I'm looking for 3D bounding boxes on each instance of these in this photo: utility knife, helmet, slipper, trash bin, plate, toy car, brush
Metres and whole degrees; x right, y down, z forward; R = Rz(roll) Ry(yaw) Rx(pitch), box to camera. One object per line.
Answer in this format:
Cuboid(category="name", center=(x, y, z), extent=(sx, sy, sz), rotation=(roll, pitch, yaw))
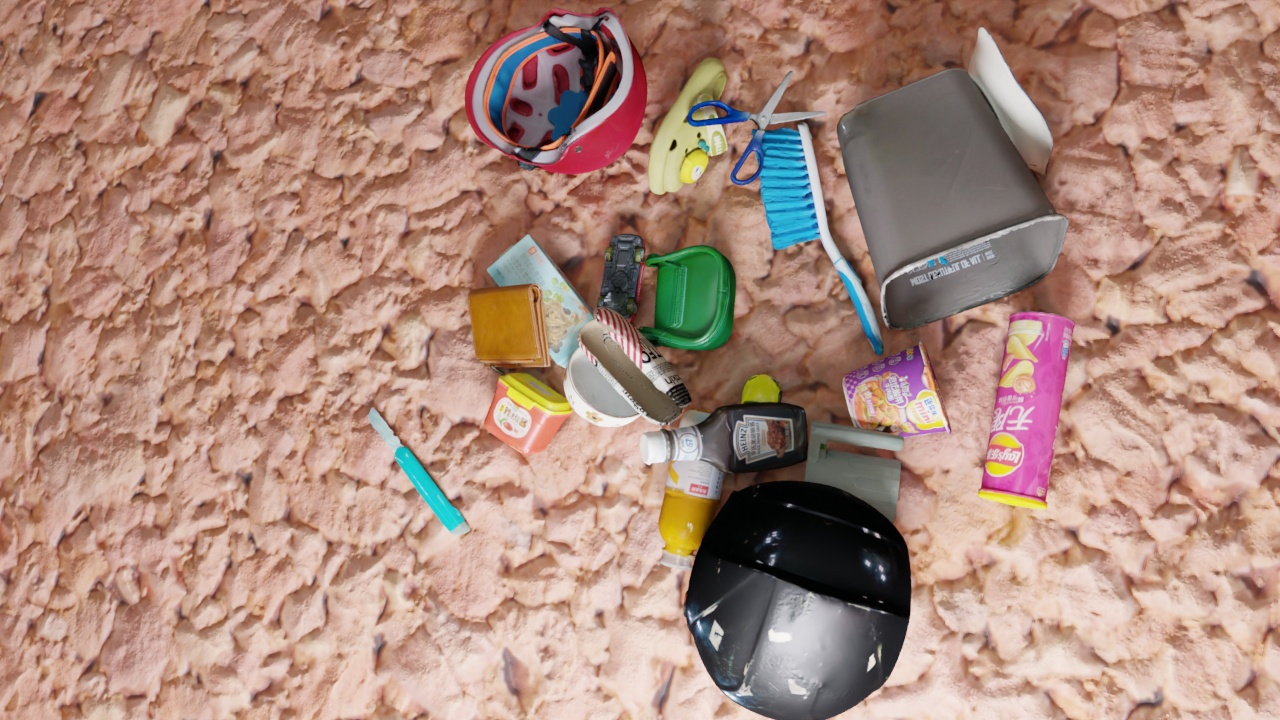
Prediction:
Cuboid(category="utility knife", center=(-0.298, 0.147, 1.220), extent=(0.029, 0.013, 0.221), rotation=(-42, 75, 5))
Cuboid(category="helmet", center=(-0.095, -0.334, 1.197), extent=(0.240, 0.143, 0.206), rotation=(6, 80, 30))
Cuboid(category="slipper", center=(0.074, -0.295, 1.171), extent=(0.081, 0.091, 0.190), rotation=(25, 83, 15))
Cuboid(category="trash bin", center=(0.333, -0.181, 1.036), extent=(0.199, 0.198, 0.219), rotation=(-20, 68, 10))
Cuboid(category="plate", center=(0.410, -0.281, 1.041), extent=(0.034, 0.164, 0.163), rotation=(-28, 73, 13))
Cuboid(category="helmet", center=(0.161, 0.264, 0.967), extent=(0.233, 0.229, 0.275), rotation=(17, 109, 10))
Cuboid(category="toy car", center=(-0.021, -0.102, 1.179), extent=(0.053, 0.045, 0.120), rotation=(6, 76, 18))
Cuboid(category="toy car", center=(0.141, 0.067, 1.112), extent=(0.048, 0.032, 0.105), rotation=(8, 80, 16))
Cuboid(category="brush", center=(0.214, -0.150, 1.127), extent=(0.109, 0.060, 0.314), rotation=(-10, 80, 9))

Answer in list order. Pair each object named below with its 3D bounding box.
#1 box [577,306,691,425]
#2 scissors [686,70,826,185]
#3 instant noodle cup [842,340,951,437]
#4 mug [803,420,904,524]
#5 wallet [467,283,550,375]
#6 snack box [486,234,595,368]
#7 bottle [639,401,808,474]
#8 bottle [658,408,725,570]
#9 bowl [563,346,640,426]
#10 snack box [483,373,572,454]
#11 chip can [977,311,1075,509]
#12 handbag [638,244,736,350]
Cuboid(category="box", center=(-0.010, 0.011, 1.115), extent=(0.163, 0.074, 0.081), rotation=(45, 112, 8))
Cuboid(category="scissors", center=(0.140, -0.289, 1.127), extent=(0.176, 0.012, 0.162), rotation=(8, 76, 1))
Cuboid(category="instant noodle cup", center=(0.289, 0.042, 1.044), extent=(0.099, 0.111, 0.111), rotation=(-17, 75, 20))
Cuboid(category="mug", center=(0.239, 0.128, 1.035), extent=(0.103, 0.083, 0.124), rotation=(8, 121, 14))
Cuboid(category="wallet", center=(-0.169, -0.036, 1.173), extent=(0.131, 0.035, 0.119), rotation=(0, 103, 44))
Cuboid(category="snack box", center=(-0.120, -0.076, 1.196), extent=(0.074, 0.051, 0.175), rotation=(-40, 73, 5))
Cuboid(category="bottle", center=(0.096, 0.091, 1.050), extent=(0.194, 0.044, 0.080), rotation=(-4, 94, -17))
Cuboid(category="bottle", center=(0.063, 0.154, 1.096), extent=(0.068, 0.068, 0.189), rotation=(12, 83, 16))
Cuboid(category="bowl", center=(-0.047, 0.038, 1.140), extent=(0.113, 0.113, 0.062), rotation=(55, 137, 17))
Cuboid(category="snack box", center=(-0.145, 0.069, 1.165), extent=(0.091, 0.082, 0.080), rotation=(31, 102, 19))
Cuboid(category="chip can", center=(0.429, 0.054, 1.018), extent=(0.071, 0.071, 0.210), rotation=(10, 82, 16))
Cuboid(category="handbag", center=(0.057, -0.077, 1.142), extent=(0.120, 0.068, 0.131), rotation=(0, 80, 20))
